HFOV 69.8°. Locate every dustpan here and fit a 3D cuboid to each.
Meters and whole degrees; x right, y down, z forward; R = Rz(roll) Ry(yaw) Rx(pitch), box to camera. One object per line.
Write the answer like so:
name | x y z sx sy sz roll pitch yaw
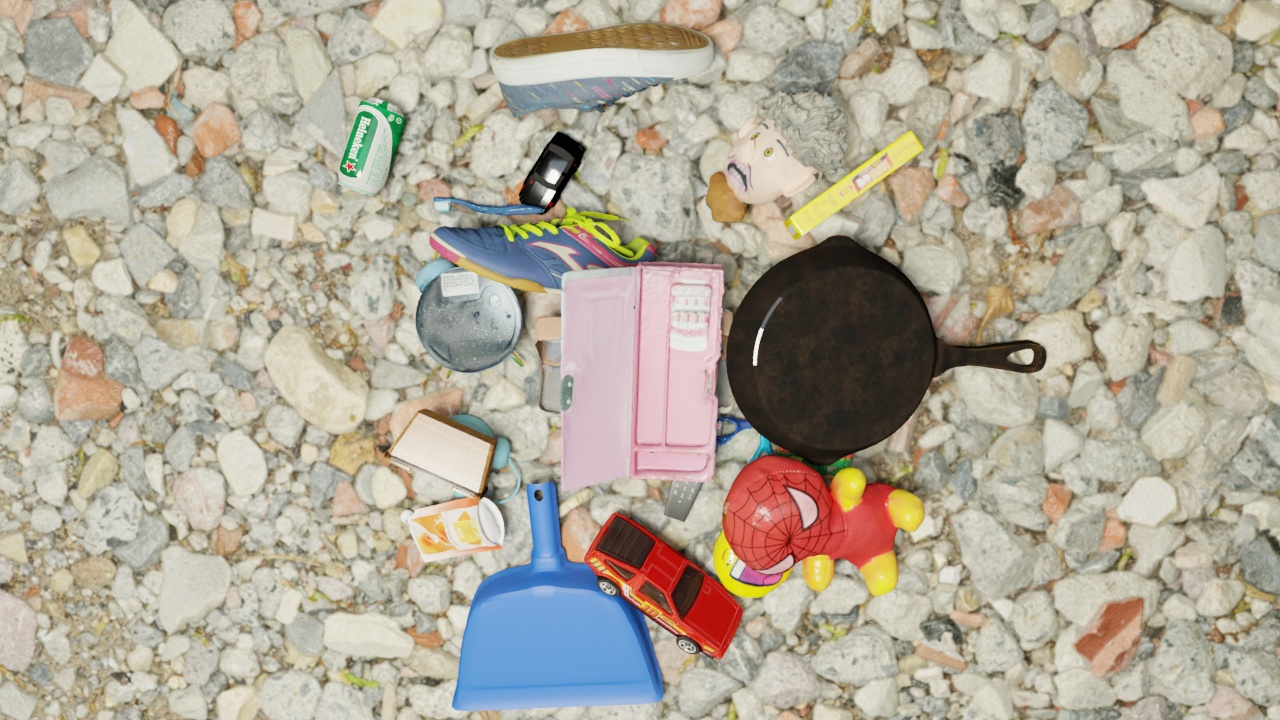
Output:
dustpan | -0.105 0.265 1.044 0.245 0.059 0.258 -4 105 4

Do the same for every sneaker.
sneaker | -0.039 -0.307 0.984 0.235 0.087 0.079 -4 130 1
sneaker | -0.098 -0.121 0.966 0.241 0.116 0.091 11 104 -25

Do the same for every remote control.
remote control | 0.059 0.122 1.042 0.039 0.010 0.125 19 97 1

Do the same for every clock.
clock | -0.188 -0.063 1.015 0.118 0.060 0.162 -6 95 4
clock | -0.190 0.114 1.046 0.123 0.042 0.087 43 97 -7

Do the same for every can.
can | -0.296 -0.235 1.007 0.053 0.053 0.101 21 96 1

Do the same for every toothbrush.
toothbrush | -0.170 -0.168 1.015 0.132 0.021 0.016 8 108 15

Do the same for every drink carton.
drink carton | -0.217 0.192 1.044 0.122 0.038 0.069 -17 101 30

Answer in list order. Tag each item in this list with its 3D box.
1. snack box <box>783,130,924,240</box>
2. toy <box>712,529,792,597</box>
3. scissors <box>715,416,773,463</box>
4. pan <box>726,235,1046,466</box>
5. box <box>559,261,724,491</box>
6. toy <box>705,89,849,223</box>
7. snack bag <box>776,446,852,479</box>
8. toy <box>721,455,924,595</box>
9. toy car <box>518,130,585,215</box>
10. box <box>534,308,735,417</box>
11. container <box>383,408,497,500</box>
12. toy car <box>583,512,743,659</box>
snack box | 0.222 -0.183 0.969 0.152 0.075 0.025 -36 91 6
toy | 0.127 0.220 1.033 0.094 0.041 0.095 40 87 -5
scissors | 0.130 0.064 1.025 0.110 0.015 0.132 21 97 -10
pan | 0.269 -0.003 0.965 0.356 0.043 0.249 1 100 -9
box | -0.001 0.015 0.940 0.179 0.059 0.233 -1 107 -15
toy | 0.133 -0.214 0.965 0.176 0.076 0.132 -42 47 22
snack bag | 0.198 0.082 1.021 0.087 0.044 0.155 8 102 -6
toy | 0.186 0.172 0.980 0.216 0.099 0.147 13 101 -13
toy car | -0.099 -0.204 1.007 0.042 0.036 0.092 33 97 0
box | -0.006 -0.007 0.993 0.216 0.094 0.108 -1 130 3
container | -0.210 0.099 0.993 0.114 0.063 0.061 24 90 -3
toy car | 0.028 0.249 1.016 0.189 0.081 0.056 38 138 -2
